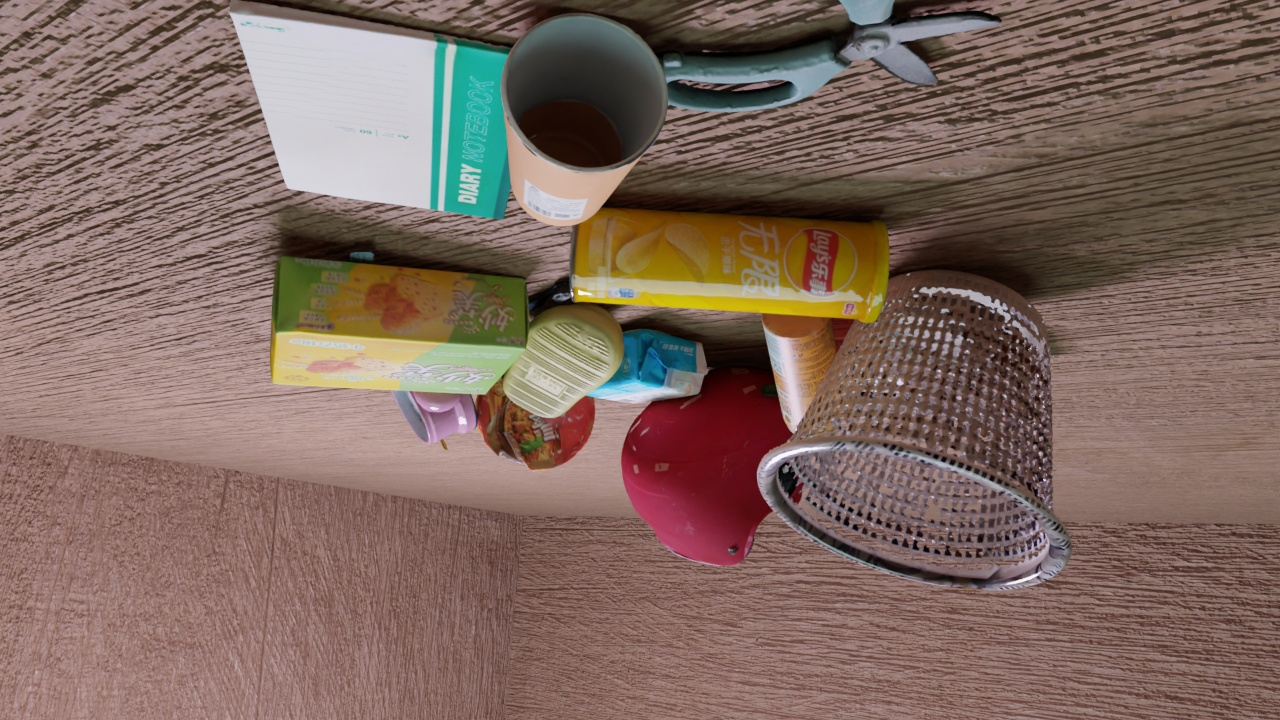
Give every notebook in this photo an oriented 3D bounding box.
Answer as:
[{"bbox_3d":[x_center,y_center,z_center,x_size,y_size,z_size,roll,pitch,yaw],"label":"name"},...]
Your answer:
[{"bbox_3d":[-0.146,-0.138,0.546,0.150,0.012,0.209,6,165,-12],"label":"notebook"}]

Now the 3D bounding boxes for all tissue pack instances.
[{"bbox_3d":[-0.006,0.006,0.963,0.090,0.063,0.140,12,165,-39],"label":"tissue pack"}]

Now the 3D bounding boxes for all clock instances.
[{"bbox_3d":[-0.232,0.025,1.002,0.059,0.117,0.159,-28,153,-25],"label":"clock"}]

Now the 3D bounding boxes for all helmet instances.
[{"bbox_3d":[0.076,0.089,1.000,0.144,0.240,0.207,42,179,-29],"label":"helmet"}]

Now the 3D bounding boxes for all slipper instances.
[{"bbox_3d":[-0.076,-0.011,0.902,0.091,0.081,0.191,29,144,-12],"label":"slipper"}]

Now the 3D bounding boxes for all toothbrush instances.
[{"bbox_3d":[-0.109,-0.049,0.875,0.014,0.016,0.190,17,162,-29],"label":"toothbrush"},{"bbox_3d":[0.216,0.037,0.941,0.186,0.012,0.017,4,171,-1],"label":"toothbrush"}]

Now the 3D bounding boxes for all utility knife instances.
[{"bbox_3d":[-0.260,-0.067,0.839,0.031,0.022,0.213,5,173,-19],"label":"utility knife"}]

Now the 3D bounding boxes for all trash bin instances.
[{"bbox_3d":[0.228,0.045,0.721,0.227,0.191,0.228,19,152,10],"label":"trash bin"}]

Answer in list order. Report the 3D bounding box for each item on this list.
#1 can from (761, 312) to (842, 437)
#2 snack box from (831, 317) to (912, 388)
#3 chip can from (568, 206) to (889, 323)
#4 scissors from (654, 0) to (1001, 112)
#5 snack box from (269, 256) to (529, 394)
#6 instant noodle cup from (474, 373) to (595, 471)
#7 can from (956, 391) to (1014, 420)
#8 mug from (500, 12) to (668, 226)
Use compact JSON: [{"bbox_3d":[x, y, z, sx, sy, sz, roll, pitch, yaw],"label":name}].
[{"bbox_3d":[0.147,0.006,0.819,0.058,0.058,0.146,-1,139,18],"label":"can"},{"bbox_3d":[0.203,-0.003,0.908,0.113,0.044,0.127,-4,163,26],"label":"snack box"},{"bbox_3d":[0.060,-0.069,0.640,0.213,0.072,0.072,4,166,2],"label":"chip can"},{"bbox_3d":[0.062,-0.152,0.419,0.179,0.019,0.170,-11,161,42],"label":"scissors"},{"bbox_3d":[-0.222,-0.025,0.830,0.209,0.070,0.158,4,162,-22],"label":"snack box"},{"bbox_3d":[-0.133,0.057,1.088,0.137,0.138,0.109,9,175,-20],"label":"instant noodle cup"},{"bbox_3d":[0.346,0.022,0.921,0.067,0.066,0.093,-4,164,30],"label":"can"},{"bbox_3d":[-0.036,-0.115,0.483,0.078,0.078,0.123,6,170,-9],"label":"mug"}]
